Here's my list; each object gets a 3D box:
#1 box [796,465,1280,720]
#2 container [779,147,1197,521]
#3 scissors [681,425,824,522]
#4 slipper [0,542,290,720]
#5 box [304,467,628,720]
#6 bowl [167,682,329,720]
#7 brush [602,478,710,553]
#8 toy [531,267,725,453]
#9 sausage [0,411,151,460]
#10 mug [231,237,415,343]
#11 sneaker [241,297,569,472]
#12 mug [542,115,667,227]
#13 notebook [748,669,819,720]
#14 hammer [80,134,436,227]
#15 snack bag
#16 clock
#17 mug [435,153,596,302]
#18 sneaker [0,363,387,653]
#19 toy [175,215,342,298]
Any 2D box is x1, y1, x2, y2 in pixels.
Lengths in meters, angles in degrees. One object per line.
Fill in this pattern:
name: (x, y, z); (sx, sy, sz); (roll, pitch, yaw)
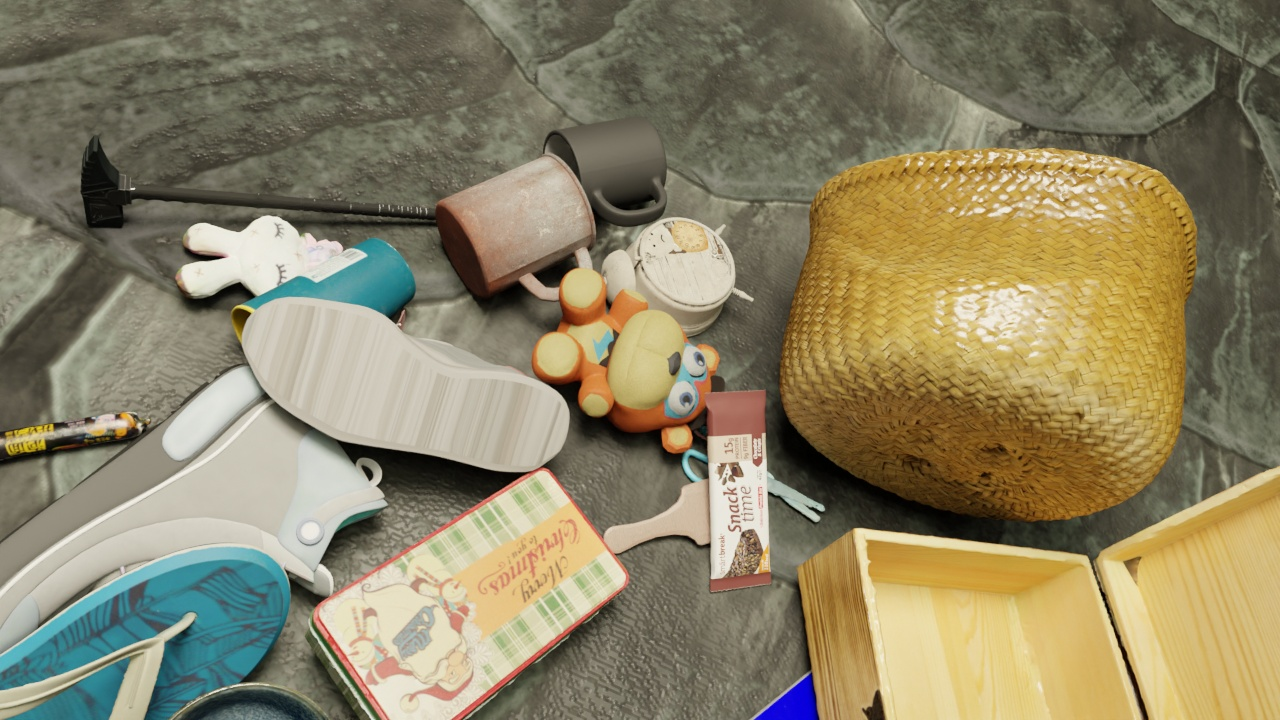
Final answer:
box: (0.321, 0.223, 0.592); (0.286, 0.338, 0.278); (10, 54, -20)
container: (0.265, -0.003, 0.725); (0.307, 0.308, 0.196); (22, 67, -7)
scissors: (0.095, 0.103, 0.775); (0.141, 0.015, 0.075); (36, 57, 7)
slipper: (-0.338, 0.206, 0.518); (0.294, 0.118, 0.060); (-23, 36, -21)
box: (-0.113, 0.167, 0.632); (0.204, 0.051, 0.117); (-28, 77, -40)
bowl: (-0.242, 0.253, 0.553); (0.114, 0.061, 0.114); (9, 70, -25)
brush: (0.033, 0.128, 0.741); (0.135, 0.015, 0.050); (-14, 83, -18)
toy: (-0.005, 0.005, 0.744); (0.176, 0.096, 0.112); (32, 64, -32)
sausage: (-0.416, 0.055, 0.619); (0.155, 0.020, 0.020); (-11, 69, -23)
mug: (-0.235, -0.040, 0.699); (0.078, 0.078, 0.121); (43, 55, 5)
sneaker: (-0.171, 0.017, 0.671); (0.236, 0.089, 0.099); (23, 84, -26)
mug: (-0.024, -0.163, 0.823); (0.087, 0.078, 0.113); (-17, 57, -26)
notebook: (0.134, 0.335, 0.670); (0.208, 0.022, 0.171); (-27, 74, -28)
hammer: (-0.262, -0.129, 0.738); (0.324, 0.095, 0.015); (0, 64, -26)
snack bag: (0.079, 0.104, 0.735); (0.057, 0.013, 0.158); (-1, 90, -21)
clock: (0.017, -0.077, 0.809); (0.156, 0.061, 0.103); (-8, 67, -24)
mug: (-0.096, -0.098, 0.761); (0.110, 0.096, 0.123); (-30, 77, -17)
sneaker: (-0.293, 0.131, 0.592); (0.160, 0.093, 0.256); (44, 60, -4)
toy: (-0.296, -0.080, 0.717); (0.122, 0.038, 0.079); (-4, 59, -24)
